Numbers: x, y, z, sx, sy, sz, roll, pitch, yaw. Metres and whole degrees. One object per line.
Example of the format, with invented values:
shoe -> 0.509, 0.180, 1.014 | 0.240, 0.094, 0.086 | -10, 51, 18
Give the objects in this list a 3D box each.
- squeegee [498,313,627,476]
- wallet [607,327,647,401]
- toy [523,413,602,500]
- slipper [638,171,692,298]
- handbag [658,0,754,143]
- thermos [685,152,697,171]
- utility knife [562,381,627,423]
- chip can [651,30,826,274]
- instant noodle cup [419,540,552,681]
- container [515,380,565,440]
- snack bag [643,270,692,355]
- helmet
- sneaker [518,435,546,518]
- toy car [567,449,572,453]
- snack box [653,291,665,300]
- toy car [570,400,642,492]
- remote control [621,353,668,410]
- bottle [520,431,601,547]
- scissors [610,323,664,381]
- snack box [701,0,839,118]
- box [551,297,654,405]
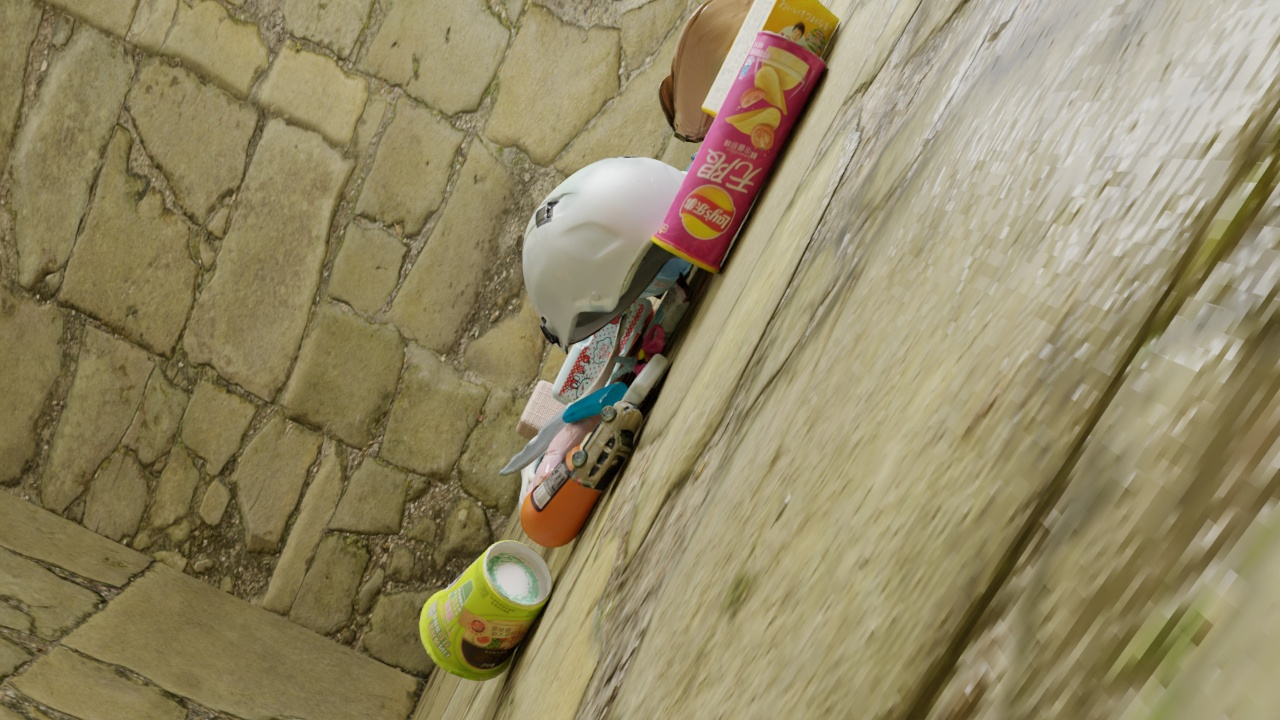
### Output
squeegee -> -0.084, 0.053, 1.123 | 0.246, 0.039, 0.246 | -51, 3, -1
wallet -> -0.007, 0.006, 1.094 | 0.101, 0.032, 0.124 | -61, 5, -3
toy -> -0.083, 0.112, 1.059 | 0.159, 0.054, 0.122 | -47, -10, -44
slipper -> 0.024, -0.140, 1.142 | 0.246, 0.104, 0.074 | -46, 18, 54
handbag -> 0.100, -0.317, 0.978 | 0.203, 0.100, 0.148 | -30, -31, -49
thermos -> 0.069, -0.209, 1.207 | 0.070, 0.070, 0.221 | -65, 5, -12
utility knife -> -0.055, 0.049, 0.985 | 0.034, 0.018, 0.160 | -52, 11, -23
chip can -> 0.089, -0.187, 0.838 | 0.211, 0.071, 0.071 | -62, 5, 11
instant noodle cup -> -0.154, 0.253, 0.953 | 0.124, 0.111, 0.111 | -52, 10, 32
container -> -0.128, 0.094, 1.438 | 0.089, 0.111, 0.090 | -65, 5, -22
snack bag -> 0.028, -0.044, 0.989 | 0.104, 0.026, 0.048 | -60, 28, 28
helmet -> -0.041, -0.128, 0.998 | 0.228, 0.146, 0.259 | -38, 0, -19
sneaker -> -0.119, 0.130, 1.249 | 0.241, 0.089, 0.091 | -87, 8, -69
toy car -> -0.067, 0.136, 0.990 | 0.034, 0.043, 0.091 | 2, -66, -58
snack box -> 0.001, -0.144, 1.299 | 0.053, 0.113, 0.126 | -63, 5, -9
toy car -> -0.028, 0.079, 0.855 | 0.090, 0.035, 0.042 | -59, -33, 3
remote control -> -0.009, 0.046, 0.918 | 0.055, 0.020, 0.136 | -50, -5, -39
bottle -> -0.063, 0.122, 0.923 | 0.150, 0.067, 0.066 | -54, 8, 25
scissors -> -0.007, 0.012, 0.988 | 0.138, 0.017, 0.083 | 145, 134, -59
snack box -> 0.125, -0.285, 0.881 | 0.034, 0.086, 0.140 | 35, 103, 45
box -> -0.064, -0.018, 1.360 | 0.095, 0.101, 0.201 | 10, 71, 55
